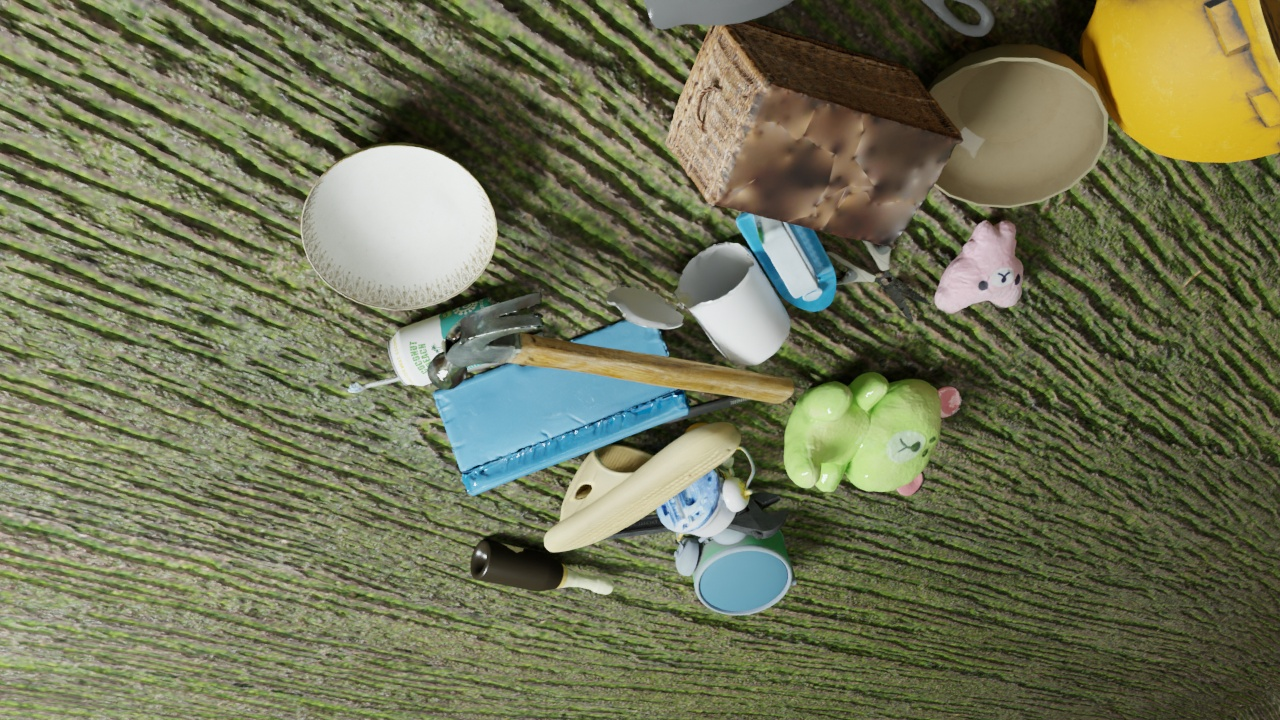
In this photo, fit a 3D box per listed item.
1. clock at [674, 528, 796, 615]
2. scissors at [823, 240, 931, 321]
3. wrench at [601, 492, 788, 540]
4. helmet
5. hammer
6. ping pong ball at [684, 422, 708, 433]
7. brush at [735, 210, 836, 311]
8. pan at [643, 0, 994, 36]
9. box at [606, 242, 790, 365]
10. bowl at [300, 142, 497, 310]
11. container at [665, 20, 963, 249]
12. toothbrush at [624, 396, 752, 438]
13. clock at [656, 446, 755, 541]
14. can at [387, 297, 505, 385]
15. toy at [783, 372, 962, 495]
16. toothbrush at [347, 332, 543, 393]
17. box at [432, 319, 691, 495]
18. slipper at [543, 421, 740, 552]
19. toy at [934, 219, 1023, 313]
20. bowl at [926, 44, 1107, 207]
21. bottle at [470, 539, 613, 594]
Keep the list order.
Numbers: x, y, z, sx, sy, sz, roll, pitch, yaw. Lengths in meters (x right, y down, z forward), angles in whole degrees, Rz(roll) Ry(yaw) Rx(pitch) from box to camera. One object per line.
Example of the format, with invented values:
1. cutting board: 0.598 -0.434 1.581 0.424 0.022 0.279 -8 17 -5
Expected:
1. clock: 0.110 0.241 1.132 0.122 0.075 0.161 -40 119 20
2. scissors: 0.227 -0.083 0.902 0.150 0.012 0.165 -15 135 -3
3. wrench: 0.037 0.188 1.066 0.273 0.073 0.018 -6 134 -4
4. helmet: 0.421 -0.245 0.713 0.132 0.204 0.255 -21 135 39
5. hammer: -0.005 0.005 0.797 0.330 0.033 0.133 9 149 -28
6. ping pong ball: 0.066 0.087 0.990 0.040 0.040 0.040 -9 134 -10
7. brush: 0.138 -0.087 0.818 0.055 0.075 0.136 -25 131 18
8. pan: 0.117 -0.301 0.624 0.354 0.024 0.217 18 115 -25
9. box: 0.056 -0.043 0.829 0.136 0.084 0.147 -35 132 2
10. bowl: -0.186 -0.114 0.706 0.145 0.063 0.145 -10 134 -10
11. container: 0.133 -0.175 0.718 0.198 0.112 0.114 7 129 -22
12. toothbrush: 0.045 0.057 0.977 0.167 0.013 0.013 -15 135 -7
13. clock: 0.074 0.142 1.012 0.126 0.088 0.052 -41 136 22
14. can: -0.166 -0.016 0.810 0.101 0.054 0.055 -19 135 0
15. toy: 0.244 0.078 1.005 0.196 0.107 0.150 10 105 -37
16. toothbrush: -0.178 0.005 0.850 0.185 0.022 0.024 -13 164 -5
17. box: -0.075 0.039 0.909 0.231 0.112 0.094 -21 180 4
18. slipper: -0.006 0.119 0.970 0.262 0.079 0.111 -37 156 31
19. toy: 0.341 -0.093 0.905 0.099 0.052 0.096 -6 121 -17
20. bowl: 0.306 -0.202 0.766 0.152 0.050 0.153 14 145 10
21. bottle: -0.110 0.252 1.084 0.184 0.045 0.045 21 123 -32
